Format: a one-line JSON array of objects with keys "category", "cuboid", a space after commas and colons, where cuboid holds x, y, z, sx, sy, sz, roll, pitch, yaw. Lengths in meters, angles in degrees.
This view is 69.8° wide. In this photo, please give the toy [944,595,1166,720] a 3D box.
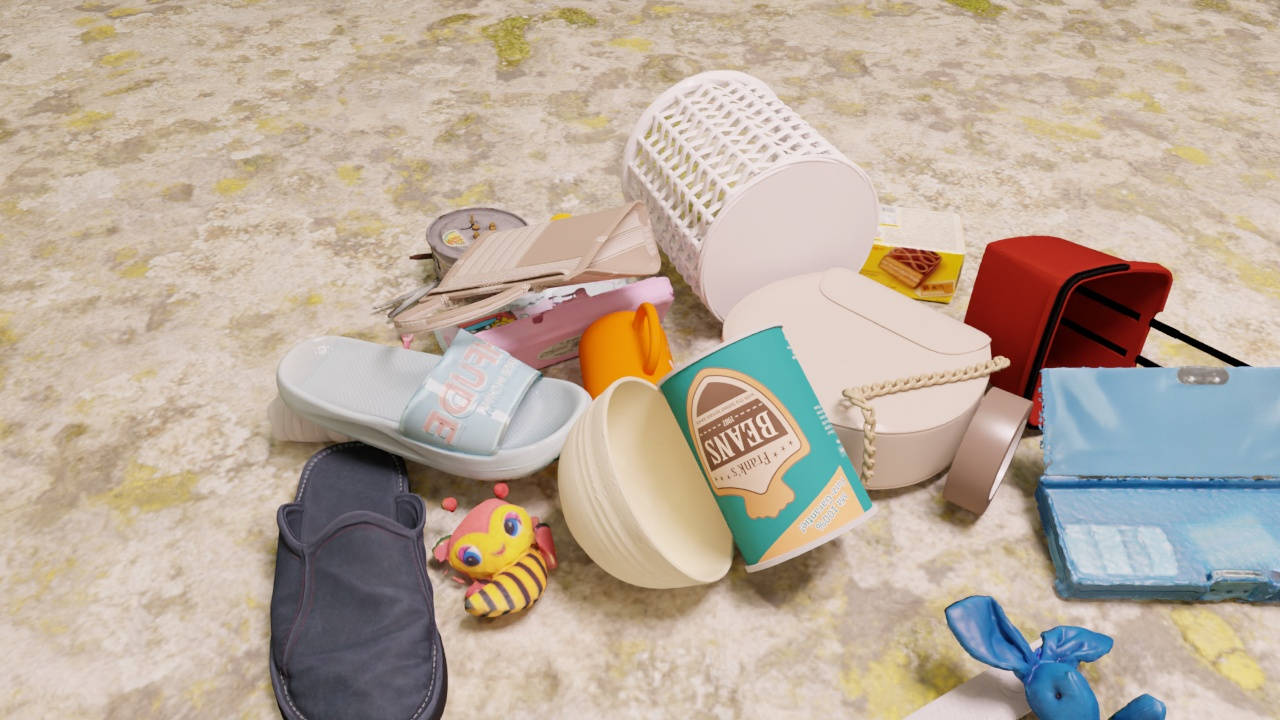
[{"category": "toy", "cuboid": [0.262, 0.212, 0.532, 0.112, 0.071, 0.176, -11, 46, -21]}]

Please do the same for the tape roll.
[{"category": "tape roll", "cuboid": [0.262, 0.068, 0.692, 0.030, 0.094, 0.093, 25, 45, 26]}]

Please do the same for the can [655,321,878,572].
[{"category": "can", "cuboid": [0.087, 0.060, 0.641, 0.099, 0.099, 0.144, -22, 80, -26]}]

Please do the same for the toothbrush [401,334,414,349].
[{"category": "toothbrush", "cuboid": [-0.212, 0.007, 0.818, 0.021, 0.016, 0.134, -4, 39, -7]}]

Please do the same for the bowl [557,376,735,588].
[{"category": "bowl", "cuboid": [-0.006, 0.095, 0.639, 0.075, 0.151, 0.150, -31, 32, 24]}]

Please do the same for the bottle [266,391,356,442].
[{"category": "bottle", "cuboid": [-0.230, 0.048, 0.745, 0.136, 0.044, 0.044, 4, 39, 4]}]

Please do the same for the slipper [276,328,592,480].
[{"category": "slipper", "cuboid": [-0.158, 0.021, 0.691, 0.245, 0.074, 0.103, 13, 41, 6]}]

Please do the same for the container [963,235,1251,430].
[{"category": "container", "cuboid": [0.371, -0.013, 0.752, 0.127, 0.148, 0.200, -7, 31, -21]}]

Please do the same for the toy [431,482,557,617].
[{"category": "toy", "cuboid": [-0.100, 0.136, 0.641, 0.084, 0.046, 0.103, -7, 43, -20]}]

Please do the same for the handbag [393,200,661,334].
[{"category": "handbag", "cuboid": [-0.112, -0.063, 0.734, 0.176, 0.062, 0.197, -4, 20, 37]}]

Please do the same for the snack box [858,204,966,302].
[{"category": "snack box", "cuboid": [0.270, -0.111, 0.937, 0.106, 0.061, 0.083, 8, 39, 9]}]

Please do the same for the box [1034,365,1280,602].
[{"category": "box", "cuboid": [0.411, 0.091, 0.670, 0.232, 0.060, 0.175, 1, 70, 2]}]

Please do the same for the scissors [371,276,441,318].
[{"category": "scissors", "cuboid": [-0.188, -0.079, 0.925, 0.131, 0.014, 0.152, 6, 37, 7]}]

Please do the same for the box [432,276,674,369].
[{"category": "box", "cuboid": [-0.083, -0.048, 0.842, 0.201, 0.111, 0.101, -19, 69, -22]}]

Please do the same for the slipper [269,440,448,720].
[{"category": "slipper", "cuboid": [-0.194, 0.132, 0.613, 0.108, 0.084, 0.265, -7, 41, -13]}]

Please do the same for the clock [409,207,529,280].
[{"category": "clock", "cuboid": [-0.148, -0.108, 0.911, 0.148, 0.056, 0.103, 24, 41, 23]}]

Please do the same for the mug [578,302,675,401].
[{"category": "mug", "cuboid": [-0.004, 0.004, 0.749, 0.077, 0.113, 0.095, 5, 38, -15]}]

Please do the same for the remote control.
[{"category": "remote control", "cuboid": [0.221, 0.214, 0.576, 0.130, 0.012, 0.033, -19, 46, -23]}]

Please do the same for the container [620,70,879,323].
[{"category": "container", "cuboid": [0.101, -0.155, 0.887, 0.189, 0.190, 0.186, -14, 42, -17]}]

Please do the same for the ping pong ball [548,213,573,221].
[{"category": "ping pong ball", "cuboid": [-0.082, -0.136, 0.977, 0.040, 0.040, 0.040, 1, 39, -1]}]

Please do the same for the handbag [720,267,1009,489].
[{"category": "handbag", "cuboid": [0.174, 0.004, 0.762, 0.211, 0.103, 0.208, 32, 46, 32]}]
